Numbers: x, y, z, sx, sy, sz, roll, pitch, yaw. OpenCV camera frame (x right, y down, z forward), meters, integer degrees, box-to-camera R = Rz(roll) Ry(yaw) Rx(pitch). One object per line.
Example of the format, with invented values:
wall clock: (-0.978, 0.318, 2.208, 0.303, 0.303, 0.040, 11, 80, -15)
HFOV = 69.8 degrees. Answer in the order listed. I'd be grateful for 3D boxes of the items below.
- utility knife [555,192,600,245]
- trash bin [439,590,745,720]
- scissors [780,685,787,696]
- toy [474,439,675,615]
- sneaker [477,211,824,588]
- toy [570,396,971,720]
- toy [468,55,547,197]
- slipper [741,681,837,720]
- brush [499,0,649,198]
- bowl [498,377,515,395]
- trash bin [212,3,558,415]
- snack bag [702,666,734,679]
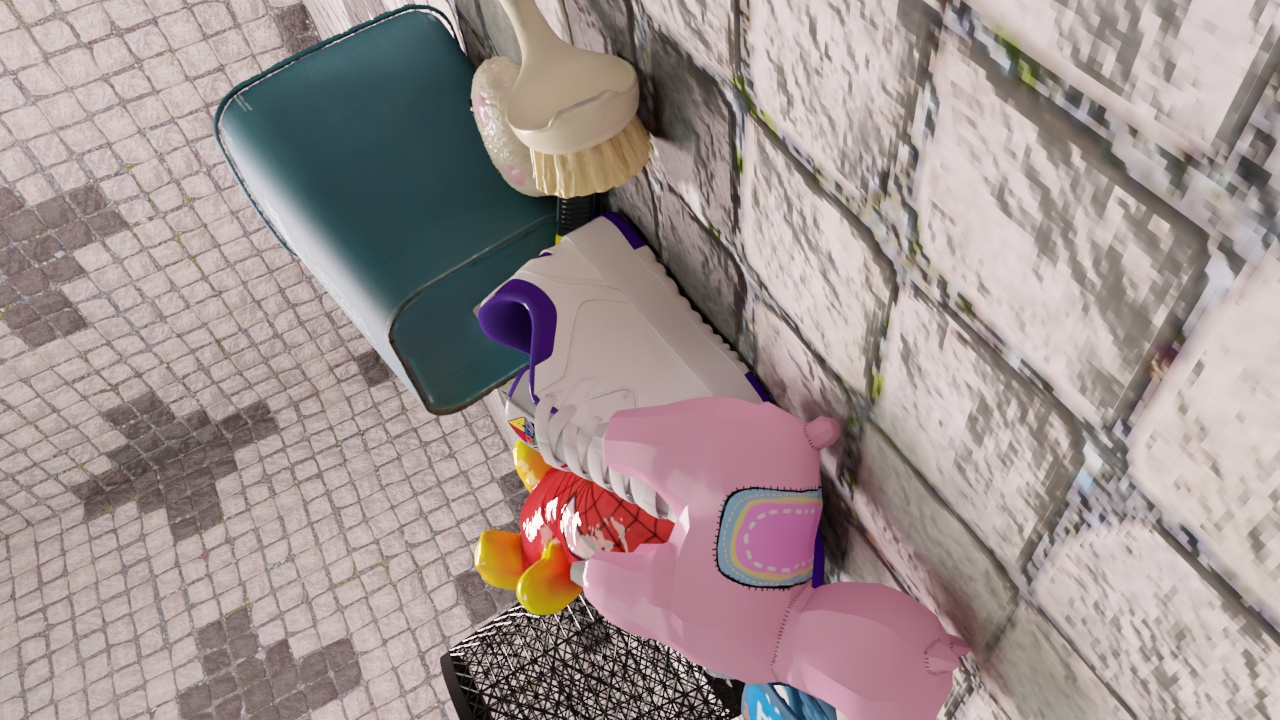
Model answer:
utility knife: (-0.035, -0.098, 0.532, 0.029, 0.020, 0.203, 30, 155, 9)
trash bin: (-0.050, 0.305, 0.905, 0.217, 0.243, 0.217, 59, 167, 22)
scissors: (0.089, 0.207, 0.649, 0.131, 0.011, 0.126, 55, 159, 8)
toy: (-0.020, 0.097, 0.595, 0.098, 0.147, 0.217, 25, 157, -31)
sneaker: (-0.007, 0.030, 0.477, 0.244, 0.111, 0.092, 56, 166, 30)
toy: (0.052, 0.080, 0.372, 0.067, 0.158, 0.123, 12, -92, -62)
toy: (-0.071, -0.140, 0.554, 0.112, 0.050, 0.087, 52, 166, 57)
slipper: (0.103, 0.225, 0.547, 0.104, 0.059, 0.214, 47, 162, 48)
brush: (-0.069, -0.193, 0.430, 0.272, 0.062, 0.077, 64, 164, 16)
bowl: (-0.124, -0.051, 0.835, 0.177, 0.071, 0.177, 52, -171, -12)
trash bin: (-0.157, -0.101, 0.679, 0.218, 0.199, 0.197, 50, 164, 26)
snack bag: (0.044, 0.146, 0.607, 0.116, 0.036, 0.077, 38, 113, 64)
